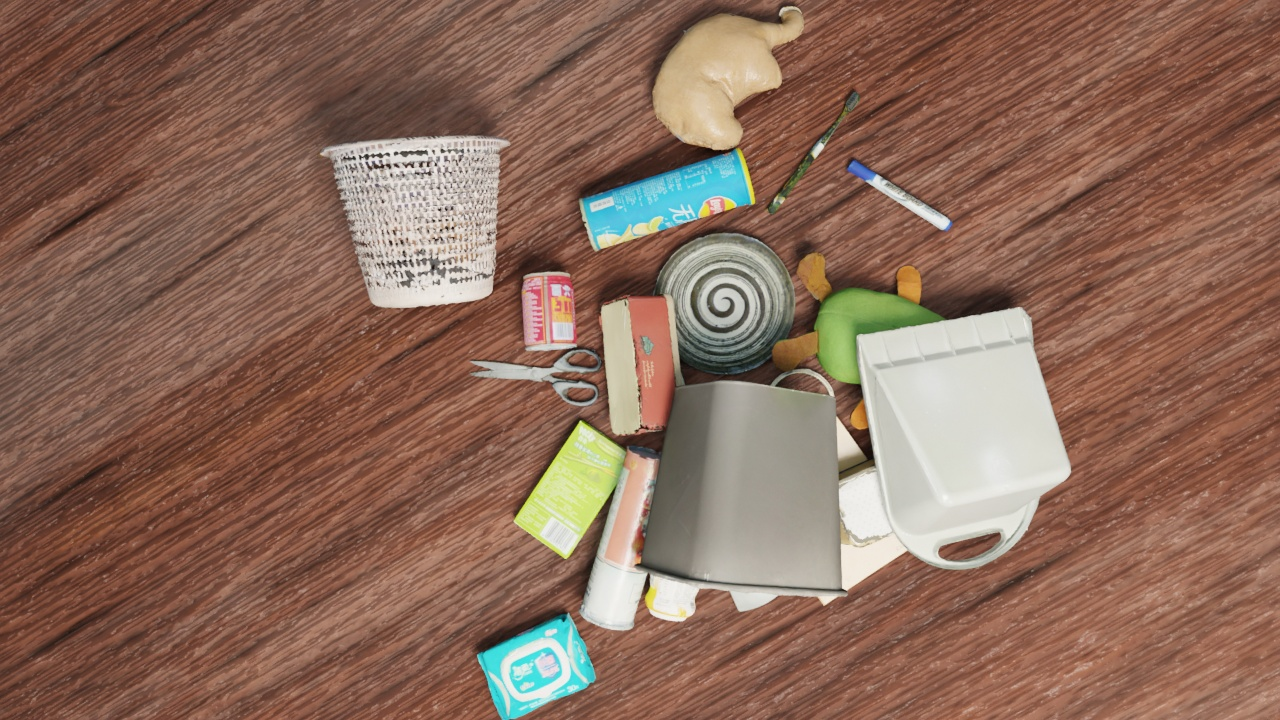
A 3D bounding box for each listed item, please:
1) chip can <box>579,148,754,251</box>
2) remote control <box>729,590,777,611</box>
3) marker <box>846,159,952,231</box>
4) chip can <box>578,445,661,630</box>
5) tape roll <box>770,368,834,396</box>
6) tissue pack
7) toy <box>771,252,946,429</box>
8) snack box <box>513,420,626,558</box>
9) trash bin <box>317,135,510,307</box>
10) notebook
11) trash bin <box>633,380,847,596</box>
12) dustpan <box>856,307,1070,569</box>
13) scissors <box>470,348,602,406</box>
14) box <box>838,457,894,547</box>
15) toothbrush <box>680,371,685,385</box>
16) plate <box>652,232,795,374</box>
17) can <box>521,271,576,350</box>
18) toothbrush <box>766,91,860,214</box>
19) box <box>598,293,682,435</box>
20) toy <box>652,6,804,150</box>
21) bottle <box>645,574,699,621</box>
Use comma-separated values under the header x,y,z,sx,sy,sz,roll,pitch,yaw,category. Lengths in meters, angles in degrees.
x,y,z,sx,sy,sz,roll,pitch,yaw,category
0.033,-0.200,1.150,0.210,0.071,0.071,-17,86,6,chip can
0.121,0.242,1.144,0.056,0.019,0.135,-24,85,4,remote control
0.323,-0.206,1.145,0.146,0.017,0.017,34,91,7,marker
-0.013,0.215,1.126,0.071,0.071,0.215,16,94,7,chip can
0.200,0.053,1.147,0.086,0.014,0.085,0,87,6,tape roll
-0.131,0.384,1.150,0.133,0.050,0.093,-26,86,5,tissue pack
0.288,-0.023,1.104,0.247,0.090,0.226,21,76,4,toy
-0.084,0.163,1.167,0.086,0.026,0.156,33,91,6,snack box
-0.264,-0.168,1.123,0.227,0.227,0.192,-3,99,6,trash bin
0.227,0.176,1.133,0.149,0.012,0.211,-35,88,5,notebook
0.119,0.143,1.031,0.198,0.199,0.219,10,81,-23,trash bin
0.364,0.099,1.057,0.222,0.143,0.257,-10,66,-13,dustpan
-0.134,0.025,1.186,0.172,0.014,0.146,-32,83,4,scissors
0.308,0.151,1.091,0.184,0.061,0.090,-19,87,-11,box
0.060,0.056,1.161,0.020,0.029,0.189,-25,81,45,toothbrush
0.106,-0.071,1.160,0.179,0.024,0.179,-1,86,7,plate
-0.116,-0.062,1.161,0.066,0.066,0.093,-4,87,6,can
0.218,-0.262,1.158,0.012,0.017,0.186,37,92,12,toothbrush
-0.006,0.007,1.124,0.080,0.091,0.168,-4,86,-28,box
0.109,-0.373,1.149,0.143,0.082,0.226,36,89,2,toy
0.045,0.262,1.130,0.063,0.063,0.108,12,87,7,bottle
